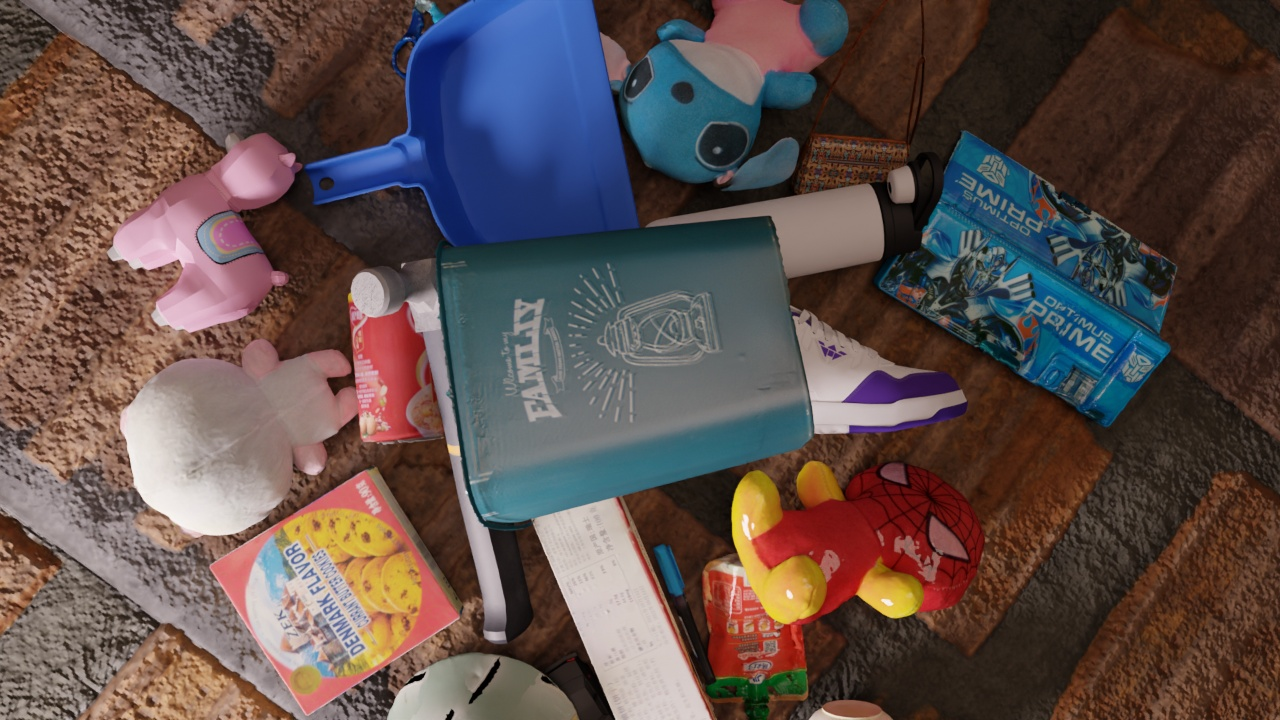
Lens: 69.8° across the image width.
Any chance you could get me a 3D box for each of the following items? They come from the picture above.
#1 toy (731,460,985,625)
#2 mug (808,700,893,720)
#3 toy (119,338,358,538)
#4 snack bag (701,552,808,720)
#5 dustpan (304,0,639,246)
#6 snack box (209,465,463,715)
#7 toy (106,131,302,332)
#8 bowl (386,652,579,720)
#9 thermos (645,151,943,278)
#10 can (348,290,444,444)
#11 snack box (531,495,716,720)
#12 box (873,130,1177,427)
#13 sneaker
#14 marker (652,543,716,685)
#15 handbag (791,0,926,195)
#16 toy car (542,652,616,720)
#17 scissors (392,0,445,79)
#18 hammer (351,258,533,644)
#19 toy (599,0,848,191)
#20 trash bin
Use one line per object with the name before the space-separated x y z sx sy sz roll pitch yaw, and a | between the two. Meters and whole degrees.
toy | 0.180 0.146 0.738 0.216 0.099 0.147 -1 50 -24
mug | 0.165 0.333 0.763 0.112 0.085 0.089 -3 86 29
toy | -0.305 0.053 0.715 0.179 0.102 0.139 -31 104 -23
snack bag | 0.096 0.242 0.776 0.087 0.044 0.155 -4 94 3
dustpan | -0.148 -0.168 0.742 0.258 0.059 0.245 -10 98 15
snack box | -0.242 0.183 0.741 0.145 0.040 0.142 -32 93 -6
toy | -0.329 -0.103 0.727 0.157 0.067 0.123 -36 93 -9
bowl | -0.130 0.325 0.719 0.174 0.068 0.174 0 95 5
thermos | 0.118 -0.107 0.738 0.230 0.101 0.068 -10 64 3
can | -0.195 0.003 0.736 0.066 0.067 0.124 -5 89 -6
snack box | -0.011 0.215 0.757 0.076 0.044 0.273 -24 88 0
box | 0.349 -0.074 0.795 0.243 0.060 0.175 31 86 -4
sneaker | 0.143 0.005 0.762 0.244 0.092 0.111 -1 85 -1
marker | 0.039 0.214 0.774 0.015 0.018 0.123 -21 86 -8
handbag | 0.184 -0.209 0.743 0.093 0.043 0.196 3 128 -7
toy car | -0.046 0.290 0.759 0.042 0.036 0.091 -32 92 -6
scissors | -0.192 -0.298 0.770 0.083 0.016 0.135 -25 90 -4
hammer | -0.136 0.074 0.724 0.035 0.139 0.312 -6 99 29
toy | 0.058 -0.241 0.755 0.224 0.099 0.191 38 82 18
trash bin | -0.004 0.004 0.648 0.219 0.199 0.196 -11 80 4
